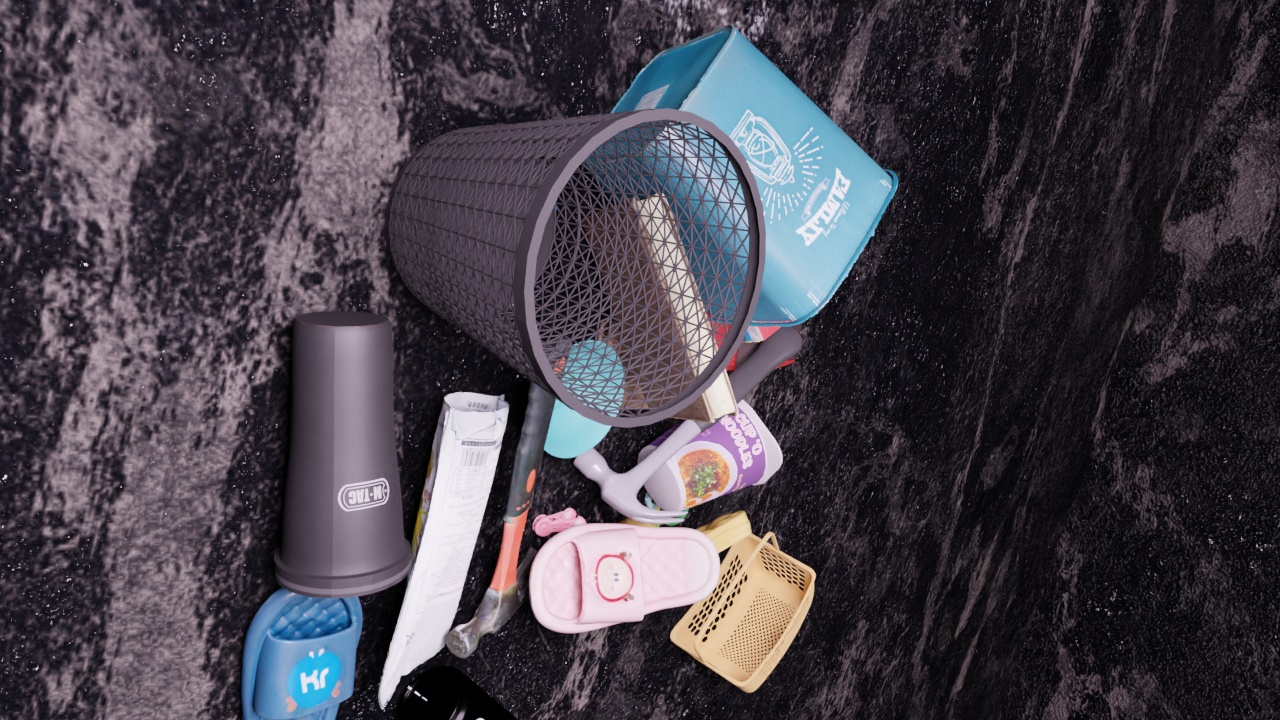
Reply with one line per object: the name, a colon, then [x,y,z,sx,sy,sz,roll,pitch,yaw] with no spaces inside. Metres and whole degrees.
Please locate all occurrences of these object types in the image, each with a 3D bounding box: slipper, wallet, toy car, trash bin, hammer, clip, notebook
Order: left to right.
slipper: [-0.285,0.283,0.784,0.103,0.059,0.214,-2,109,-50]
hammer: [-0.111,0.126,0.859,0.132,0.033,0.334,-33,144,-52]
trash bin: [-0.068,-0.088,0.709,0.216,0.243,0.217,-16,115,-38]
clip: [-0.088,0.171,0.987,0.058,0.050,0.023,3,105,-5]
slipper: [-0.012,0.218,0.946,0.221,0.056,0.106,-1,79,-28]
wallet: [-0.006,0.006,1.000,0.120,0.027,0.099,-1,109,-48]
slipper: [0.005,0.214,1.043,0.262,0.100,0.078,-18,81,-24]
notebook: [0.006,-0.042,0.873,0.034,0.190,0.215,-24,99,-22]
hammer: [0.077,0.061,1.027,0.310,0.125,0.030,-40,164,-24]
trash bin: [0.083,-0.175,0.875,0.218,0.199,0.196,41,74,-27]
toy car: [0.130,-0.028,1.117,0.189,0.056,0.081,-2,105,-44]

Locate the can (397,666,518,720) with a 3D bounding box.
can: [-0.176,0.373,0.925,0.080,0.080,0.146,-50,136,-21]

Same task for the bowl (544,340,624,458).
bowl: [-0.075,0.033,0.918,0.120,0.046,0.121,-22,121,-41]

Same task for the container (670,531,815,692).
container: [0.142,0.333,1.227,0.183,0.129,0.167,-51,146,-20]

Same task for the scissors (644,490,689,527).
scissors: [0.014,0.193,1.113,0.129,0.012,0.117,-38,129,-30]

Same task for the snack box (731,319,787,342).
snack box: [0.146,-0.116,1.068,0.142,0.040,0.145,-36,108,-34]

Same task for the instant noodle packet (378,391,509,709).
instant noodle packet: [-0.182,0.164,0.841,0.146,0.057,0.269,-14,120,-76]

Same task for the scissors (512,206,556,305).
scissors: [-0.121,-0.104,0.837,0.125,0.013,0.130,-37,127,-29]

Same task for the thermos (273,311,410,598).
thermos: [-0.235,0.075,0.724,0.105,0.106,0.219,-9,107,-46]

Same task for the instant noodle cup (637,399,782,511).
instant noodle cup: [0.073,0.117,1.066,0.121,0.137,0.122,-24,114,-29]
